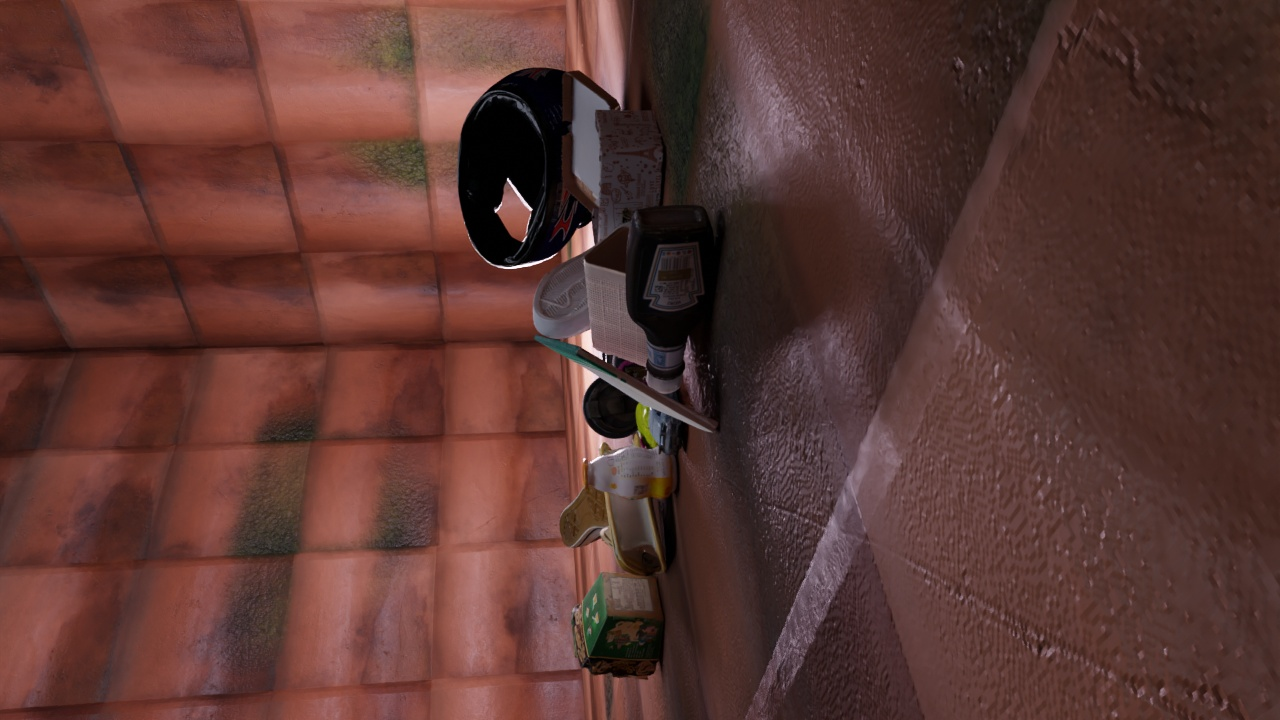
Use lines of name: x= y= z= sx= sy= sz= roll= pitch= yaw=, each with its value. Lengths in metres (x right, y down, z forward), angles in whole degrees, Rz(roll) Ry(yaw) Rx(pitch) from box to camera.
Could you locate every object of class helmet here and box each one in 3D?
helmet: x=-0.154 y=-0.320 z=1.523 sx=0.239 sy=0.247 sz=0.316 roll=-22 pitch=-53 yaw=-52

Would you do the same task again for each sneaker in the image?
sneaker: x=-0.044 y=-0.073 z=1.055 sx=0.241 sy=0.090 sz=0.091 roll=-47 pitch=-39 yaw=-47
sneaker: x=-0.040 y=0.224 z=1.394 sx=0.242 sy=0.087 sz=0.118 roll=-45 pitch=56 yaw=50

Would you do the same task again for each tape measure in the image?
tape measure: x=-0.007 y=0.007 z=1.197 sx=0.039 sy=0.058 sz=0.057 roll=-104 pitch=17 yaw=-56

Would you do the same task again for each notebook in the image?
notebook: x=-0.023 y=0.018 z=0.908 sx=0.012 sy=0.150 sz=0.209 roll=-61 pitch=17 yaw=-4

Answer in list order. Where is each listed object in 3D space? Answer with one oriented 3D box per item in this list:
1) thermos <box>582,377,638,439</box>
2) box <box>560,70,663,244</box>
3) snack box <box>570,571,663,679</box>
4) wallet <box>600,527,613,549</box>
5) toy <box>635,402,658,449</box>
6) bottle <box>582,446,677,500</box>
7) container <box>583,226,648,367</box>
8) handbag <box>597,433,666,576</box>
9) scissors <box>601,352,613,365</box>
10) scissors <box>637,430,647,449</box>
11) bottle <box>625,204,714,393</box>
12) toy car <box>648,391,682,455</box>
thermos: x=-0.039 y=0.065 z=1.322 sx=0.143 sy=0.093 sz=0.093 roll=155 pitch=113 yaw=-84
box: x=-0.044 y=-0.257 z=1.215 sx=0.259 sy=0.110 sz=0.179 roll=-102 pitch=13 yaw=-51
snack box: x=-0.023 y=0.348 z=1.238 sx=0.117 sy=0.118 sz=0.106 roll=-103 pitch=26 yaw=-55
wallet: x=-0.019 y=0.265 z=1.294 sx=0.024 sy=0.087 sz=0.115 roll=-53 pitch=-4 yaw=-16
toy: x=0.014 y=0.078 z=1.149 sx=0.100 sy=0.031 sz=0.097 roll=-115 pitch=18 yaw=-66
bottle: x=-0.013 y=0.131 z=1.071 sx=0.063 sy=0.108 sz=0.063 roll=178 pitch=91 yaw=-83
container: x=-0.001 y=-0.063 z=0.939 sx=0.090 sy=0.090 sz=0.111 roll=-47 pitch=-33 yaw=-46
handbag: x=-0.007 y=0.197 z=1.185 sx=0.179 sy=0.063 sz=0.163 roll=72 pitch=-174 yaw=-63
scissors: x=-0.050 y=0.014 z=1.486 sx=0.221 sy=0.021 sz=0.234 roll=177 pitch=88 yaw=-85
scissors: x=0.002 y=0.097 z=1.312 sx=0.137 sy=0.017 sz=0.073 roll=-92 pitch=15 yaw=-50
bottle: x=0.026 y=-0.051 z=0.854 sx=0.044 sy=0.080 sz=0.195 roll=-101 pitch=9 yaw=-48
toy car: x=0.027 y=0.056 z=1.038 sx=0.120 sy=0.037 sz=0.054 roll=-97 pitch=9 yaw=-56
